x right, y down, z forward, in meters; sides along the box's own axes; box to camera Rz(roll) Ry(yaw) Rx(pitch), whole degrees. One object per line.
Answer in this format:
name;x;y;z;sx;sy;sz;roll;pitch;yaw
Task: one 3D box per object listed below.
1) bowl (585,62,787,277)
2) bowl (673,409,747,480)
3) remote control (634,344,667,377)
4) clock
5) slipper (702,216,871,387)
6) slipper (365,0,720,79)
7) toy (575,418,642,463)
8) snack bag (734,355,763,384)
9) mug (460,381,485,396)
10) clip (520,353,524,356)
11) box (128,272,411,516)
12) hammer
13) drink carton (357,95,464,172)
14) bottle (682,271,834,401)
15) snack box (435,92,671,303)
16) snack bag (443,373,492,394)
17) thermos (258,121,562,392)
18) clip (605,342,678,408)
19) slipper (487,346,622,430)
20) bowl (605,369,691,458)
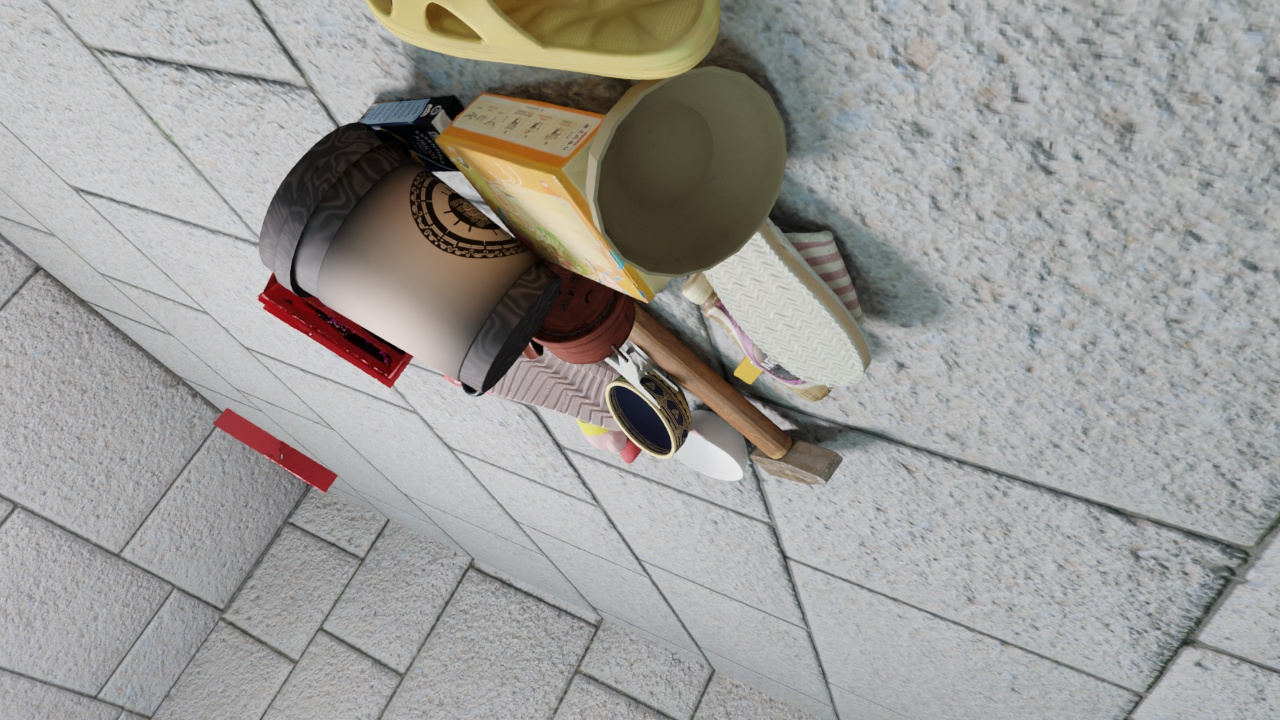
bowl;0.027;-0.139;0.655;0.152;0.152;0.050;51;179;-41
bowl;0.087;0.100;1.160;0.115;0.050;0.115;24;156;11
remote control;0.015;0.014;1.117;0.033;0.012;0.131;21;155;19
clock;-0.077;-0.058;0.948;0.158;0.120;0.072;10;159;22
slipper;0.107;-0.086;0.766;0.263;0.052;0.115;50;148;-18
slipper;-0.077;-0.246;0.586;0.263;0.099;0.078;17;164;17
toy;-0.051;0.061;1.238;0.131;0.097;0.124;36;-164;-33
snack bag;0.121;0.001;0.959;0.026;0.020;0.099;33;157;4
mug;-0.215;-0.013;1.198;0.095;0.121;0.085;9;-171;39
clip;-0.123;-0.032;1.056;0.112;0.028;0.162;30;-163;1
box;-0.417;-0.020;1.150;0.217;0.350;0.198;35;119;-8
hammer;0.085;0.035;1.024;0.301;0.037;0.158;40;169;-14
drink carton;-0.210;-0.214;0.878;0.130;0.040;0.064;9;150;39
bottle;0.114;-0.029;0.860;0.166;0.059;0.060;35;156;-8
snack box;-0.060;-0.144;0.765;0.195;0.080;0.145;27;162;47
snack bag;-0.200;0.008;1.274;0.177;0.082;0.082;10;150;38
thermos;-0.200;-0.086;0.838;0.226;0.172;0.173;34;157;2
clip;-0.008;0.009;1.024;0.056;0.056;0.102;6;-153;-50
slipper;-0.106;0.015;1.154;0.239;0.094;0.064;21;-164;-11
bowl;0.019;0.054;1.090;0.112;0.061;0.113;37;151;25
